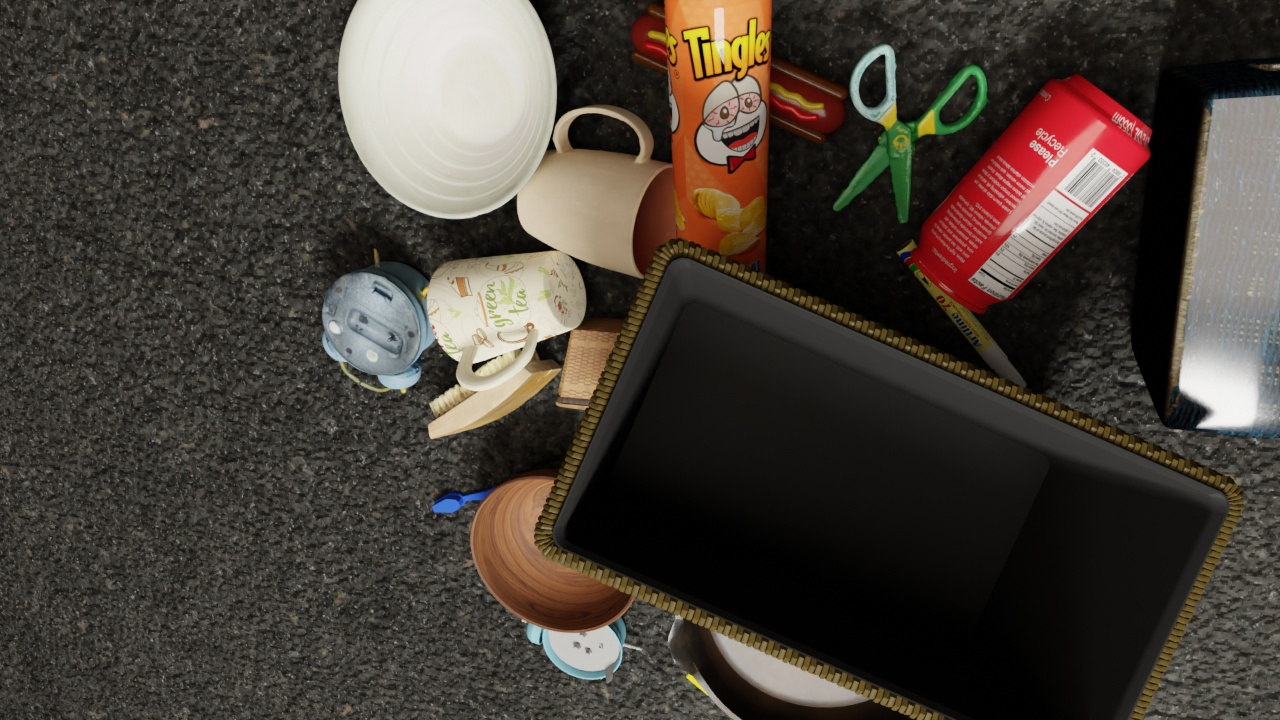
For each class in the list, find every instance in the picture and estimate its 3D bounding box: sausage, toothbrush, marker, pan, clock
[{"bbox_3d":[0.065,-0.192,0.612,0.155,0.040,0.040,26,117,5],"label":"sausage"},{"bbox_3d":[-0.104,0.111,0.804,0.187,0.011,0.016,-15,107,22],"label":"toothbrush"},{"bbox_3d":[0.226,-0.030,0.643,0.014,0.014,0.132,-38,97,26],"label":"marker"},{"bbox_3d":[0.126,0.128,0.705,0.249,0.043,0.356,-15,98,7],"label":"pan"},{"bbox_3d":[-0.063,0.237,0.826,0.123,0.041,0.088,44,117,-6],"label":"clock"},{"bbox_3d":[-0.215,-0.026,0.759,0.089,0.051,0.125,29,118,2],"label":"clock"}]

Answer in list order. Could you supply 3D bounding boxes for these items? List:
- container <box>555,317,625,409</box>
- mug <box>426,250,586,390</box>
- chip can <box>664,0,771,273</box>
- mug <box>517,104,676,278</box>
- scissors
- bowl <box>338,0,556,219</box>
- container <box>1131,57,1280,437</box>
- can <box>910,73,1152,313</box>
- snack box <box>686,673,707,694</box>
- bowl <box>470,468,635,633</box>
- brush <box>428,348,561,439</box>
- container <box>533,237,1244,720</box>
[{"bbox_3d":[-0.004,0.004,0.704,0.114,0.063,0.061,5,105,15],"label":"container"},{"bbox_3d":[-0.101,-0.029,0.679,0.097,0.121,0.081,-9,137,28],"label":"mug"},{"bbox_3d":[0.051,-0.142,0.589,0.062,0.062,0.211,7,132,14],"label":"chip can"},{"bbox_3d":[-0.028,-0.122,0.642,0.104,0.085,0.112,17,121,25],"label":"mug"},{"bbox_3d":[0.163,-0.149,0.600,0.119,0.012,0.129,33,116,-21],"label":"scissors"},{"bbox_3d":[-0.126,-0.192,0.652,0.177,0.057,0.177,6,107,22],"label":"bowl"},{"bbox_3d":[0.333,-0.068,0.521,0.071,0.145,0.187,3,112,20],"label":"container"},{"bbox_3d":[0.241,-0.102,0.574,0.074,0.074,0.143,37,117,0],"label":"can"},{"bbox_3d":[0.144,0.298,0.788,0.200,0.042,0.092,41,116,-2],"label":"snack box"},{"bbox_3d":[-0.062,0.148,0.774,0.147,0.068,0.147,6,112,15],"label":"bowl"},{"bbox_3d":[-0.124,0.026,0.755,0.117,0.049,0.039,-34,81,25],"label":"brush"},{"bbox_3d":[0.125,0.075,0.560,0.321,0.205,0.176,24,93,0],"label":"container"}]
